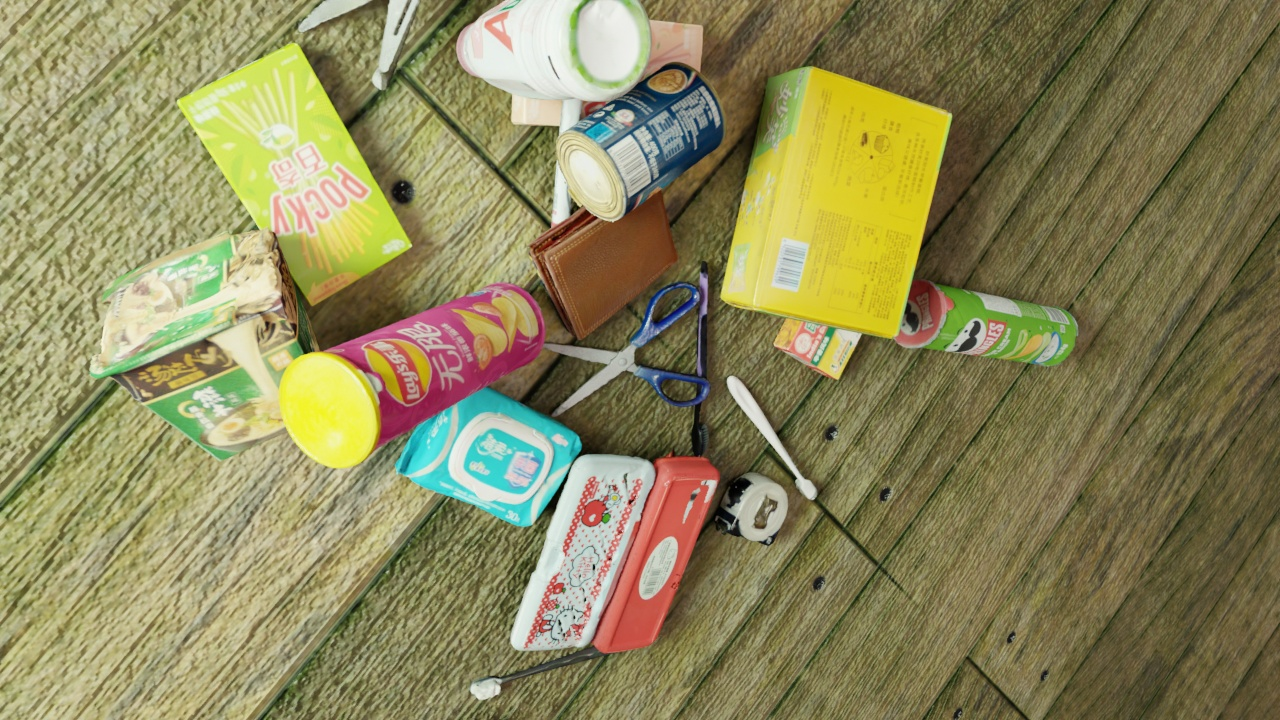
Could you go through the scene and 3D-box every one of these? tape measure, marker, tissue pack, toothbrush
[{"bbox_3d":[0.113,0.146,0.913,0.065,0.033,0.066,19,95,-35],"label":"tape measure"},{"bbox_3d":[-0.058,-0.143,0.710,0.017,0.017,0.145,-9,123,-29],"label":"marker"},{"bbox_3d":[-0.122,0.072,0.738,0.133,0.050,0.093,30,89,-34],"label":"tissue pack"},{"bbox_3d":[0.058,0.001,0.848,0.016,0.014,0.189,-12,110,-36],"label":"toothbrush"},{"bbox_3d":[0.131,0.078,0.916,0.016,0.016,0.180,-45,120,-14],"label":"toothbrush"},{"bbox_3d":[-0.071,0.282,0.855,0.180,0.018,0.016,-9,106,-30],"label":"toothbrush"}]

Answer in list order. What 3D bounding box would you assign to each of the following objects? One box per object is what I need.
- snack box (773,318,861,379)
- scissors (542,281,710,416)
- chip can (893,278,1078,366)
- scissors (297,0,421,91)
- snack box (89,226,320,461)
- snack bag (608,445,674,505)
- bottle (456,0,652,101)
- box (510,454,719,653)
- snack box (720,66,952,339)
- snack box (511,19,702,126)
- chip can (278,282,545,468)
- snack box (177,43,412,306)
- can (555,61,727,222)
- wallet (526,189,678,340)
[{"bbox_3d":[0.197,-0.066,0.903,0.077,0.027,0.156,27,89,-32],"label":"snack box"},{"bbox_3d":[-0.003,-0.004,0.804,0.162,0.012,0.174,36,85,-28],"label":"scissors"},{"bbox_3d":[0.375,-0.038,0.992,0.235,0.072,0.072,6,101,-33],"label":"chip can"},{"bbox_3d":[-0.132,-0.282,0.604,0.225,0.015,0.189,-18,79,7],"label":"scissors"},{"bbox_3d":[-0.265,-0.005,0.591,0.117,0.118,0.106,-24,129,-7],"label":"snack box"},{"bbox_3d":[-0.005,0.115,0.836,0.104,0.026,0.048,-21,115,-24],"label":"snack bag"},{"bbox_3d":[-0.069,-0.205,0.597,0.068,0.197,0.068,-10,109,-30],"label":"bottle"},{"bbox_3d":[-0.020,0.174,0.815,0.157,0.039,0.201,4,113,-41],"label":"box"},{"bbox_3d":[0.174,-0.136,0.821,0.157,0.070,0.210,10,96,-22],"label":"snack box"},{"bbox_3d":[-0.024,-0.225,0.721,0.157,0.026,0.084,-6,108,-30],"label":"snack box"},{"bbox_3d":[-0.144,0.001,0.625,0.210,0.071,0.071,-37,129,-62],"label":"chip can"},{"bbox_3d":[-0.231,-0.124,0.627,0.085,0.026,0.156,-34,120,-17],"label":"snack box"},{"bbox_3d":[0.000,-0.163,0.684,0.111,0.075,0.075,-39,121,-24],"label":"can"},{"bbox_3d":[-0.025,-0.086,0.747,0.124,0.032,0.101,-39,140,-17],"label":"wallet"}]
